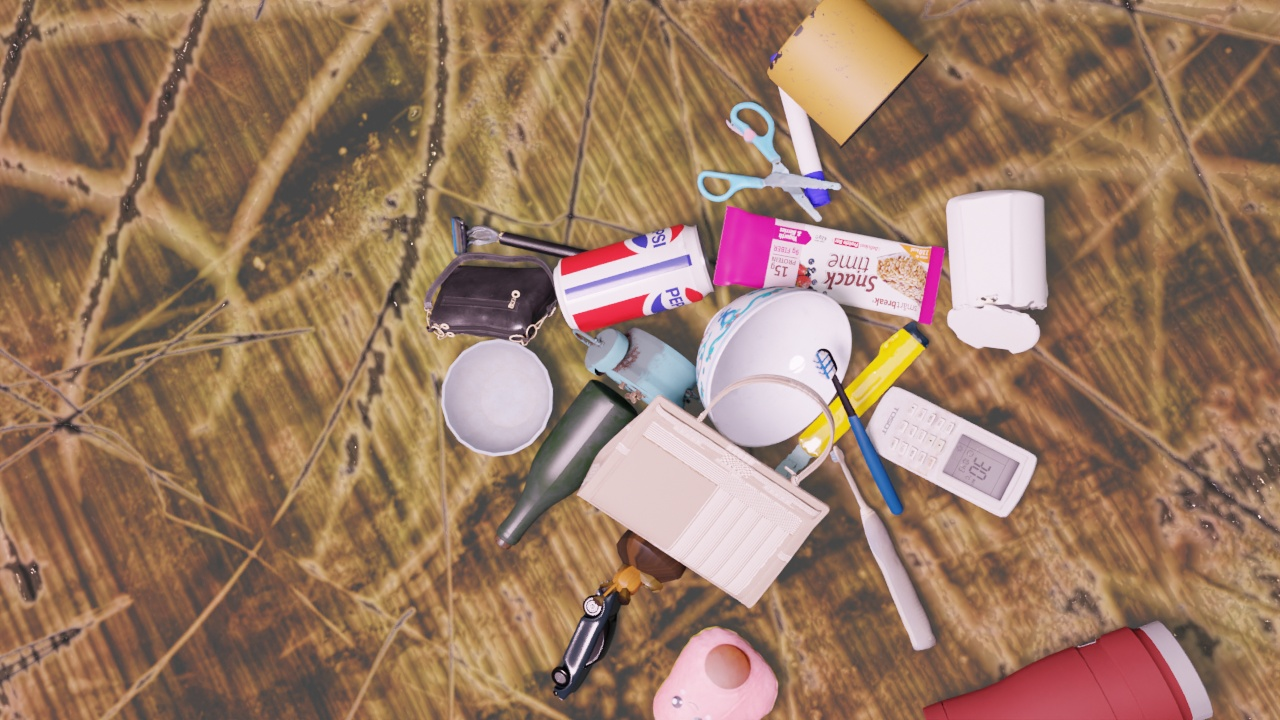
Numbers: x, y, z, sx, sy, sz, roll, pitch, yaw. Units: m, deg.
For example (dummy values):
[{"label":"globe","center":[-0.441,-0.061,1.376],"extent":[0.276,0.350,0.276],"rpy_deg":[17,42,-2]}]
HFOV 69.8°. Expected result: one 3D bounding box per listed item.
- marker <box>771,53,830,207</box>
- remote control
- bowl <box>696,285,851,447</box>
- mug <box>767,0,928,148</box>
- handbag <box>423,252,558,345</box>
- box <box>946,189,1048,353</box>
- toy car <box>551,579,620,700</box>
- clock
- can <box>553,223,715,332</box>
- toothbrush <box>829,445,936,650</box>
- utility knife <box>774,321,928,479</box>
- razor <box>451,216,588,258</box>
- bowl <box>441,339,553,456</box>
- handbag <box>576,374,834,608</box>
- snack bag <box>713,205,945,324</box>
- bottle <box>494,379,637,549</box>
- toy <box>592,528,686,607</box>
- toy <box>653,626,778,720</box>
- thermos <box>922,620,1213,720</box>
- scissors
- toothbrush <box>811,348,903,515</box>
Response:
[{"label":"marker","center":[0.143,-0.208,0.825],"extent":[0.020,0.020,0.141],"rpy_deg":[-15,85,9]},{"label":"remote control","center":[0.263,0.077,0.785],"extent":[0.138,0.025,0.060],"rpy_deg":[28,92,11]},{"label":"bowl","center":[0.100,-0.007,0.784],"extent":[0.144,0.144,0.074],"rpy_deg":[-52,40,4]},{"label":"mug","center":[0.177,-0.255,0.781],"extent":[0.094,0.123,0.101],"rpy_deg":[43,140,1]},{"label":"handbag","center":[-0.137,-0.052,0.835],"extent":[0.129,0.054,0.079],"rpy_deg":[4,53,17]},{"label":"box","center":[0.293,-0.071,0.758],"extent":[0.080,0.089,0.143],"rpy_deg":[-4,89,29]},{"label":"toy car","center":[-0.044,0.251,0.824],"extent":[0.034,0.046,0.112],"rpy_deg":[25,90,16]},{"label":"clock","center":[-0.005,0.005,0.807],"extent":[0.124,0.090,0.053],"rpy_deg":[35,82,-4]},{"label":"can","center":[-0.005,-0.073,0.820],"extent":[0.132,0.070,0.070],"rpy_deg":[-15,85,9]},{"label":"toothbrush","center":[0.208,0.159,0.794],"extent":[0.022,0.024,0.185],"rpy_deg":[-20,82,-31]},{"label":"utility knife","center":[0.168,0.054,0.808],"extent":[0.224,0.019,0.030],"rpy_deg":[-46,69,2]},{"label":"razor","center":[-0.107,-0.109,0.868],"extent":[0.144,0.022,0.043],"rpy_deg":[11,131,6]},{"label":"bowl","center":[-0.128,0.035,0.853],"extent":[0.106,0.039,0.106],"rpy_deg":[-1,87,10]},{"label":"handbag","center":[0.074,0.085,0.736],"extent":[0.175,0.062,0.198],"rpy_deg":[34,126,-5]},{"label":"snack bag","center":[0.165,-0.082,0.797],"extent":[0.196,0.016,0.070],"rpy_deg":[11,91,-4]},{"label":"bottle","center":[-0.075,0.100,0.833],"extent":[0.055,0.055,0.174],"rpy_deg":[39,96,10]},{"label":"toy","center":[-0.002,0.182,0.800],"extent":[0.076,0.099,0.063],"rpy_deg":[13,132,44]},{"label":"toy","center":[0.061,0.290,0.800],"extent":[0.090,0.051,0.110],"rpy_deg":[44,96,11]},{"label":"thermos","center":[0.338,0.289,0.725],"extent":[0.199,0.084,0.108],"rpy_deg":[-25,48,10]},{"label":"scissors","center":[0.107,-0.161,0.823],"extent":[0.111,0.015,0.140],"rpy_deg":[-40,68,14]},{"label":"toothbrush","center":[0.186,0.063,0.776],"extent":[0.014,0.014,0.168],"rpy_deg":[-15,110,40]}]
